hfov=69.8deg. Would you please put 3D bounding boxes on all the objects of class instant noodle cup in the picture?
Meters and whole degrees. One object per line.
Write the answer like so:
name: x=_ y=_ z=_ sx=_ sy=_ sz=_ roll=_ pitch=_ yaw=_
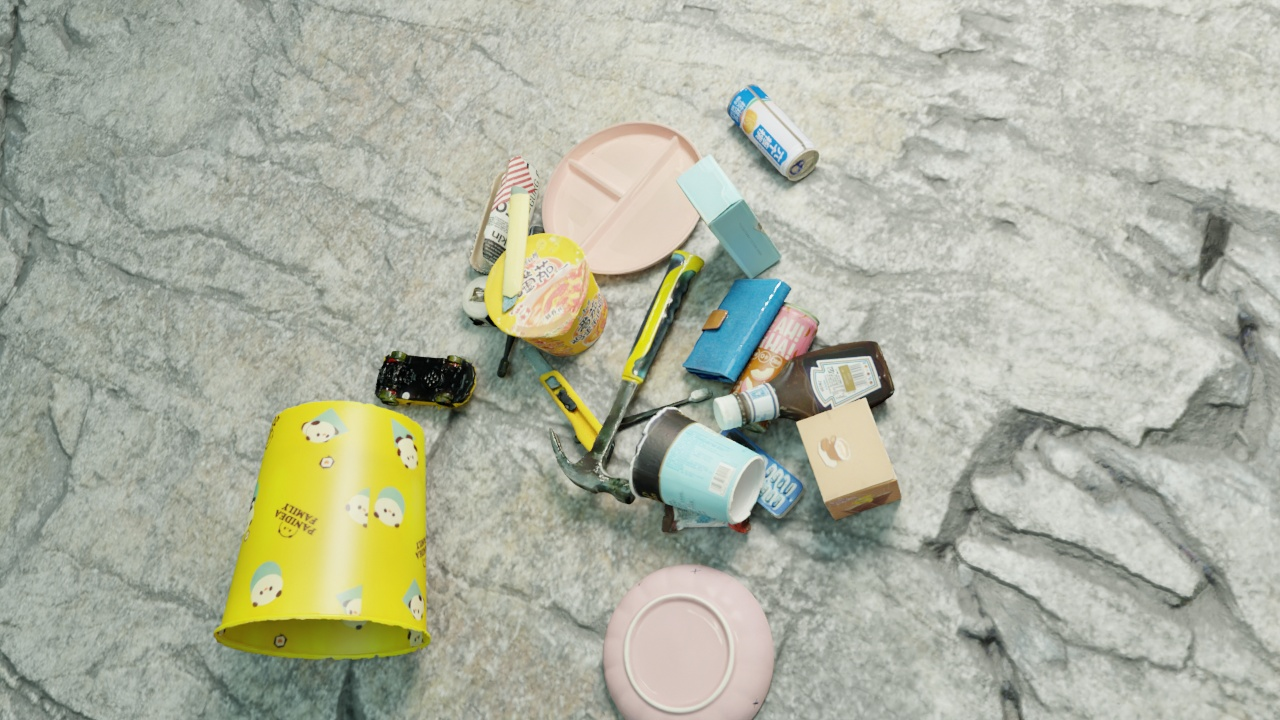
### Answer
instant noodle cup: x=0.067 y=0.121 z=1.000 sx=0.120 sy=0.111 sz=0.111 roll=19 pitch=77 yaw=30
instant noodle cup: x=-0.110 y=-0.073 z=1.146 sx=0.138 sy=0.110 sz=0.137 roll=-7 pitch=67 yaw=16

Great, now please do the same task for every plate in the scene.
plate: x=0.045 y=0.313 z=0.984 sx=0.193 sy=0.039 sz=0.192 roll=-7 pitch=68 yaw=17
plate: x=-0.021 y=-0.213 z=1.215 sx=0.230 sy=0.028 sz=0.229 roll=-7 pitch=67 yaw=16

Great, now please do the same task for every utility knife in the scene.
utility knife: x=-0.095 y=0.048 z=1.139 sx=0.033 sy=0.015 sz=0.209 roll=-41 pitch=59 yaw=0
utility knife: x=-0.153 y=-0.139 z=1.115 sx=0.031 sy=0.018 sz=0.167 roll=-5 pitch=66 yaw=23

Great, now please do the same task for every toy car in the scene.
toy car: x=-0.281 y=0.028 z=1.205 sx=0.156 sy=0.041 sz=0.071 roll=2 pitch=71 yaw=22

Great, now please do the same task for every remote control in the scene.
remote control: x=0.127 y=0.124 z=1.036 sx=0.049 sy=0.024 sz=0.125 roll=-48 pitch=58 yaw=-2

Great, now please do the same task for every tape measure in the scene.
tape measure: x=-0.204 y=-0.079 z=1.224 sx=0.066 sy=0.033 sz=0.065 roll=3 pitch=69 yaw=20

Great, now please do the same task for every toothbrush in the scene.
toothbrush: x=-0.158 y=-0.078 z=1.211 sx=0.027 sy=0.026 sz=0.212 roll=-22 pitch=52 yaw=62
toothbrush: x=0.001 y=0.067 z=1.108 sx=0.181 sy=0.018 sz=0.015 roll=-21 pitch=72 yaw=13

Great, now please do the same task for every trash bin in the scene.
trash bin: x=-0.353 y=0.200 z=1.073 sx=0.230 sy=0.229 sz=0.254 roll=-10 pitch=61 yaw=15

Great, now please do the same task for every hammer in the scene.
hammer: x=-0.007 y=0.006 z=1.106 sx=0.126 sy=0.032 sz=0.322 roll=17 pitch=71 yaw=19

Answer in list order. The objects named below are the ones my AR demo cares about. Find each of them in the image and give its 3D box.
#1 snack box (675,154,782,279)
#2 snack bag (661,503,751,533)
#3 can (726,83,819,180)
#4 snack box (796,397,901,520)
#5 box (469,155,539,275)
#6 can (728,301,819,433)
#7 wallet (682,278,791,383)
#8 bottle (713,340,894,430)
snack box: x=0.106 y=-0.163 z=1.070 sx=0.052 sy=0.175 sz=0.074 roll=-35 pitch=63 yaw=10
snack bag: x=0.074 y=0.173 z=1.034 sx=0.105 sy=0.026 sz=0.045 roll=-2 pitch=71 yaw=19
can: x=0.168 y=-0.290 z=1.164 sx=0.053 sy=0.053 sz=0.134 roll=-36 pitch=63 yaw=3
snack box: x=0.221 y=0.106 z=0.971 sx=0.077 sy=0.094 sz=0.092 roll=-20 pitch=65 yaw=11
box: x=-0.190 y=-0.194 z=1.249 sx=0.088 sy=0.076 sz=0.162 roll=-4 pitch=68 yaw=41
can: x=0.150 y=0.008 z=1.054 sx=0.058 sy=0.058 sz=0.147 roll=24 pitch=79 yaw=25
wallet: x=0.111 y=-0.037 z=1.071 sx=0.133 sy=0.040 sz=0.106 roll=-57 pitch=22 yaw=-9
bottle: x=0.176 y=0.035 z=1.003 sx=0.194 sy=0.044 sz=0.080 roll=-15 pitch=77 yaw=-10
